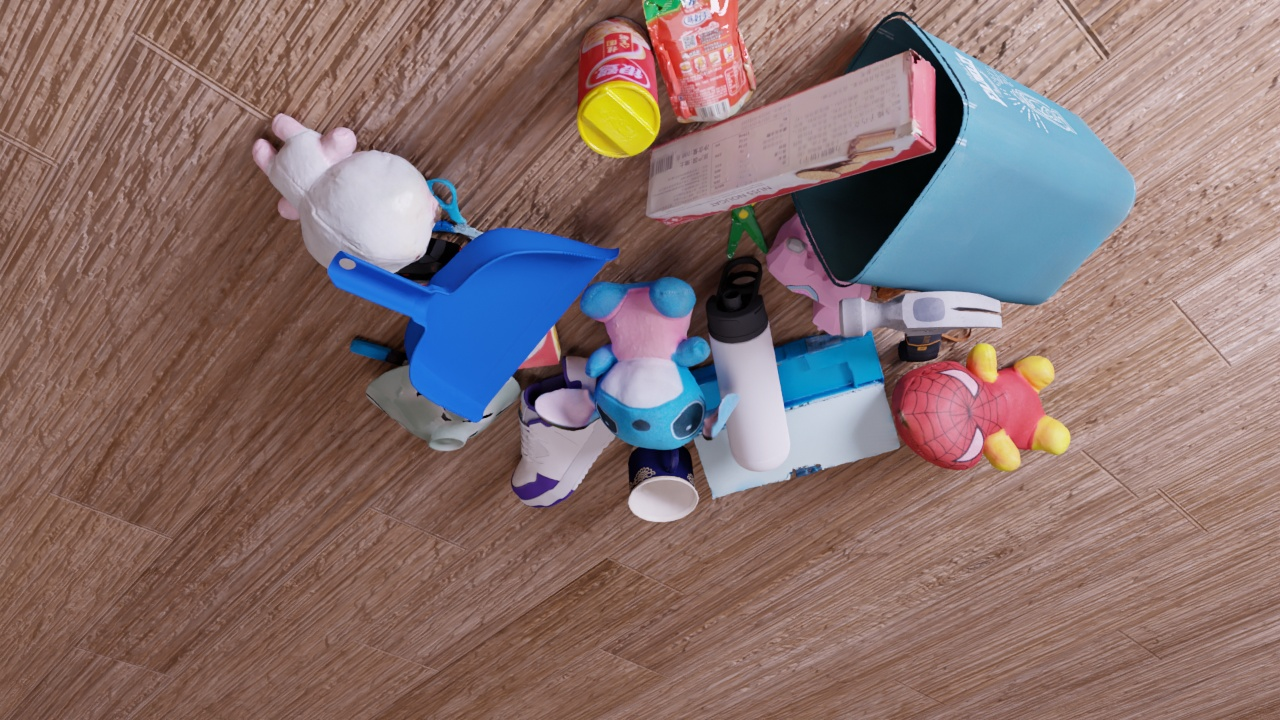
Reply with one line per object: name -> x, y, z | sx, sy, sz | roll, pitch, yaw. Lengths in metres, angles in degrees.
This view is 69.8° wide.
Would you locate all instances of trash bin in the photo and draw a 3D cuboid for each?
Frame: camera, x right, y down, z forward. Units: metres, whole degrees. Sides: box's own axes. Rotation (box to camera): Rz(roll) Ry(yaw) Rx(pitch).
trash bin -> 0.289, -0.162, 0.827 | 0.218, 0.196, 0.200 | 11, 133, -23

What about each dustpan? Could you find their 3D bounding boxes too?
dustpan -> -0.179, -0.055, 0.883 | 0.257, 0.059, 0.246 | 25, 116, -39

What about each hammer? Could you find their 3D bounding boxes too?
hammer -> 0.280, -0.027, 0.932 | 0.139, 0.035, 0.312 | -3, 173, 15

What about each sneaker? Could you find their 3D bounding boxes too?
sneaker -> -0.109, 0.085, 1.098 | 0.111, 0.091, 0.245 | 26, 123, -24

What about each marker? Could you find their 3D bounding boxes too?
marker -> -0.271, -0.002, 1.054 | 0.123, 0.015, 0.018 | 18, 134, -23

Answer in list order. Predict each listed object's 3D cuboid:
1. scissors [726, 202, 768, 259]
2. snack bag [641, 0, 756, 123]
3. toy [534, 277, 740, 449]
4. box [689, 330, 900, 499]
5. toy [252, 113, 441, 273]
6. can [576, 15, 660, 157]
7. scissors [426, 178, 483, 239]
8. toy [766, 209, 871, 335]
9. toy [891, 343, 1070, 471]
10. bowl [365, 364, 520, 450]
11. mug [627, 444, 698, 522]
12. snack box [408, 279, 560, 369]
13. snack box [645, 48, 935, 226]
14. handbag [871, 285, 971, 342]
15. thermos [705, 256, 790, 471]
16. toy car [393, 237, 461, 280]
scissors -> 0.113, -0.155, 0.934 | 0.108, 0.012, 0.131 | -25, 131, 19
snack bag -> 0.051, -0.282, 0.787 | 0.087, 0.044, 0.155 | -25, 132, -5
toy -> -0.006, 0.006, 0.975 | 0.224, 0.098, 0.191 | 0, 105, 23
box -> 0.174, 0.056, 1.108 | 0.244, 0.060, 0.175 | -17, 115, 12
toy -> -0.280, -0.152, 0.859 | 0.179, 0.101, 0.139 | 41, 120, -8
can -> -0.020, -0.231, 0.774 | 0.066, 0.124, 0.067 | -1, 135, -2
scissors -> -0.188, -0.130, 0.939 | 0.083, 0.016, 0.135 | -28, 136, 25
toy -> 0.191, -0.086, 0.960 | 0.123, 0.067, 0.158 | 24, 159, 10
toy -> 0.387, 0.060, 1.065 | 0.216, 0.147, 0.099 | -3, 161, -19
bowl -> -0.224, 0.065, 1.048 | 0.174, 0.067, 0.174 | -6, 155, -3
mug -> 0.028, 0.132, 1.148 | 0.085, 0.089, 0.112 | 7, 133, -11
snack box -> -0.170, -0.048, 0.995 | 0.145, 0.040, 0.143 | -7, 136, 3
snack box -> 0.118, -0.181, 0.785 | 0.274, 0.076, 0.044 | -10, 160, 43
handbag -> 0.320, -0.069, 1.014 | 0.094, 0.043, 0.195 | -28, 133, 24
thermos -> 0.122, 0.010, 1.012 | 0.069, 0.101, 0.230 | 1, 129, 21
toy car -> -0.226, -0.104, 0.930 | 0.092, 0.042, 0.036 | 3, 138, 9
